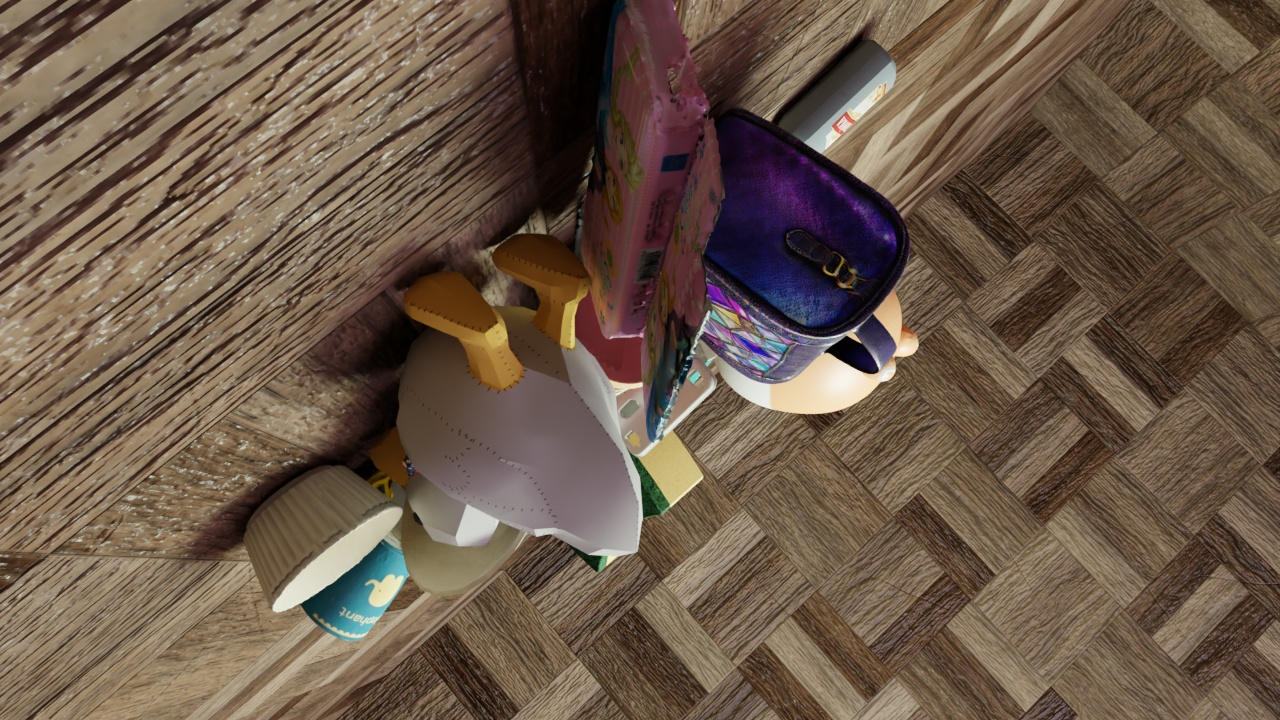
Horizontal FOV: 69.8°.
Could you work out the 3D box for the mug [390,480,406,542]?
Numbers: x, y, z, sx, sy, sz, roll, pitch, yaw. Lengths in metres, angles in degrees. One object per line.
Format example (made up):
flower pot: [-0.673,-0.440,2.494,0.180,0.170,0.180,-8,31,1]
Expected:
mug: [-0.196,0.141,0.889,0.094,0.122,0.085,33,62,-57]

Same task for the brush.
brush: [-0.055,0.130,1.121,0.075,0.195,0.251,-36,170,-36]

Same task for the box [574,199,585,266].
box: [-0.024,-0.080,0.720,0.058,0.053,0.187,-8,164,-7]

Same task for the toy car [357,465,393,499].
toy car: [-0.238,0.119,0.803,0.049,0.030,0.107,-39,173,-24]

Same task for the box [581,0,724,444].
box: [0.005,-0.062,0.512,0.035,0.159,0.231,-10,156,-13]

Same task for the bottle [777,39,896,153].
bottle: [0.160,-0.219,0.847,0.161,0.046,0.072,-43,172,6]

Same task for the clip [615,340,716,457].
clip: [-0.005,0.005,0.904,0.125,0.147,0.081,-46,164,24]

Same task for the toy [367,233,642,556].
toy: [-0.096,0.052,0.627,0.140,0.247,0.268,-33,146,-41]

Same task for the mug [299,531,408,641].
mug: [-0.284,0.207,0.907,0.104,0.084,0.112,-49,143,5]

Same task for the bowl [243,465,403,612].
bowl: [-0.245,0.127,0.691,0.115,0.062,0.115,-41,172,-8]

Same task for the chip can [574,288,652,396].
chip can: [-0.046,0.001,0.764,0.086,0.087,0.214,-38,-178,-24]

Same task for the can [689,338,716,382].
can: [0.041,-0.015,1.156,0.099,0.099,0.144,-38,171,-26]

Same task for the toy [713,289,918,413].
toy: [0.241,-0.052,1.298,0.262,0.281,0.266,-30,138,-54]

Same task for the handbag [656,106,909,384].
handbag: [0.110,-0.069,0.740,0.125,0.222,0.205,-49,175,-9]

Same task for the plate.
plate: [-0.133,0.108,0.775,0.189,0.188,0.027,-44,131,15]
